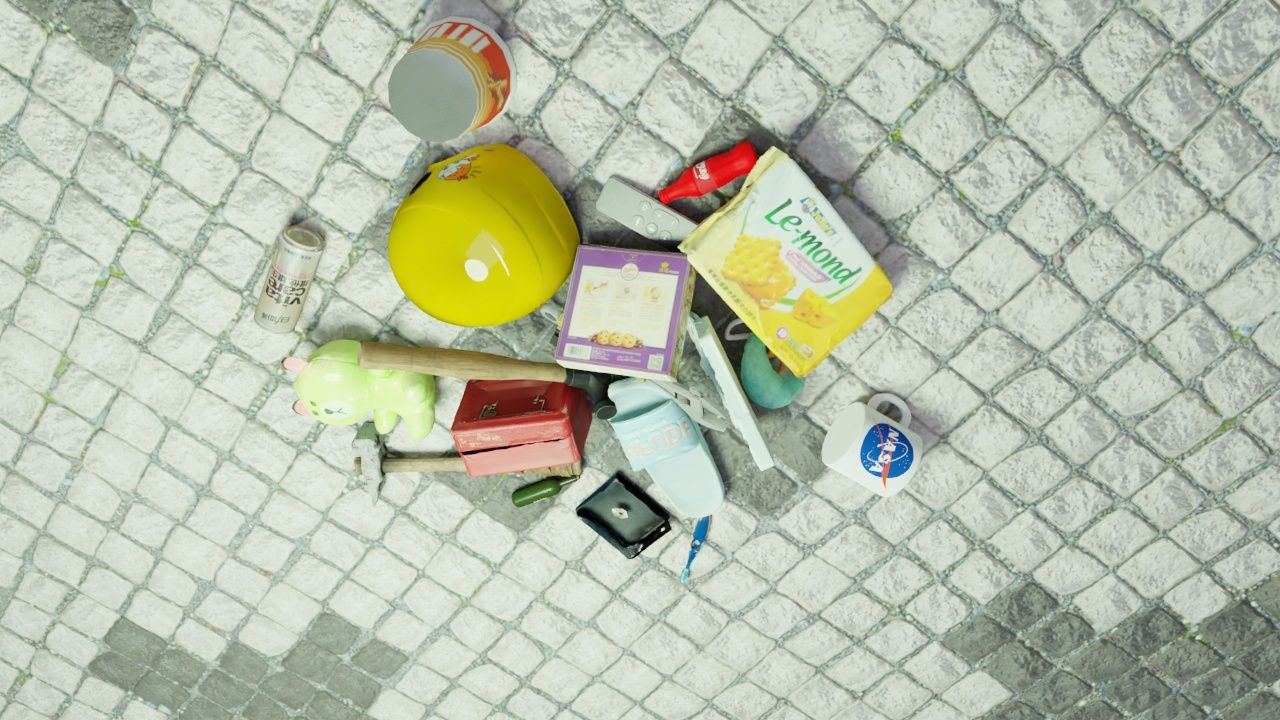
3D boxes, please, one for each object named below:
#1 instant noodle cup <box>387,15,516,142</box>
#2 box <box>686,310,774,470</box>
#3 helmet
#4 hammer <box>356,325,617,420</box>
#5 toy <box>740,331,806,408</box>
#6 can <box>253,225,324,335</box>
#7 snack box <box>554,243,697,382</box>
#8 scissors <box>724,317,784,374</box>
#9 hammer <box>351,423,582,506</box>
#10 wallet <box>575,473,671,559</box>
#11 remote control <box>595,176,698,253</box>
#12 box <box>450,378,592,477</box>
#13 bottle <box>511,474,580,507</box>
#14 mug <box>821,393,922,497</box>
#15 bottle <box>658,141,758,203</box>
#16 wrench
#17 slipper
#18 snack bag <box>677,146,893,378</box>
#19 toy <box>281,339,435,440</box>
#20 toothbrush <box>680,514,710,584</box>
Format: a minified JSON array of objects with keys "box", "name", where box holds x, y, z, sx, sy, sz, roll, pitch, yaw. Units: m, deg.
[{"box":[-0.207,-0.297,0.988,0.123,0.120,0.124,2,118,4],"name":"instant noodle cup"},{"box":[0.106,0.029,1.126,0.041,0.134,0.197,-25,113,4],"name":"box"},{"box":[-0.199,-0.123,1.070,0.240,0.139,0.209,-24,113,18],"name":"helmet"},{"box":[-0.180,0.003,1.092,0.305,0.132,0.040,6,135,-28],"name":"hammer"},{"box":[0.160,0.016,1.137,0.105,0.084,0.033,44,154,-24],"name":"toy"},{"box":[-0.442,-0.101,1.154,0.054,0.054,0.136,27,117,-8],"name":"can"},{"box":[-0.016,-0.057,1.079,0.143,0.040,0.148,8,80,18],"name":"snack box"},{"box":[0.164,-0.031,1.154,0.128,0.011,0.126,21,118,-8],"name":"scissors"},{"box":[-0.241,0.145,1.274,0.319,0.048,0.122,-1,120,4],"name":"hammer"},{"box":[-0.023,0.219,1.298,0.115,0.026,0.089,43,113,-16],"name":"wallet"},{"box":[0.018,-0.165,1.086,0.146,0.008,0.045,30,117,1],"name":"remote control"},{"box":[-0.150,0.080,1.181,0.158,0.129,0.093,-6,118,10],"name":"box"},{"box":[-0.132,0.180,1.289,0.106,0.025,0.025,-22,114,16],"name":"bottle"},{"box":[0.302,0.100,1.175,0.090,0.091,0.121,29,82,-10],"name":"mug"},{"box":[0.077,-0.211,1.053,0.119,0.036,0.036,-22,114,17],"name":"bottle"},{"box":[-0.007,0.007,1.137,0.273,0.018,0.084,32,161,3],"name":"wrench"},{"box":[0.036,0.120,1.213,0.104,0.074,0.245,-25,114,17],"name":"slipper"},{"box":[0.170,-0.106,1.059,0.159,0.068,0.247,-43,113,4],"name":"snack bag"},{"box":[-0.358,0.031,1.196,0.197,0.107,0.150,16,142,7],"name":"toy"},{"box":[0.078,0.270,1.321,0.021,0.017,0.135,13,119,-4],"name":"toothbrush"}]
